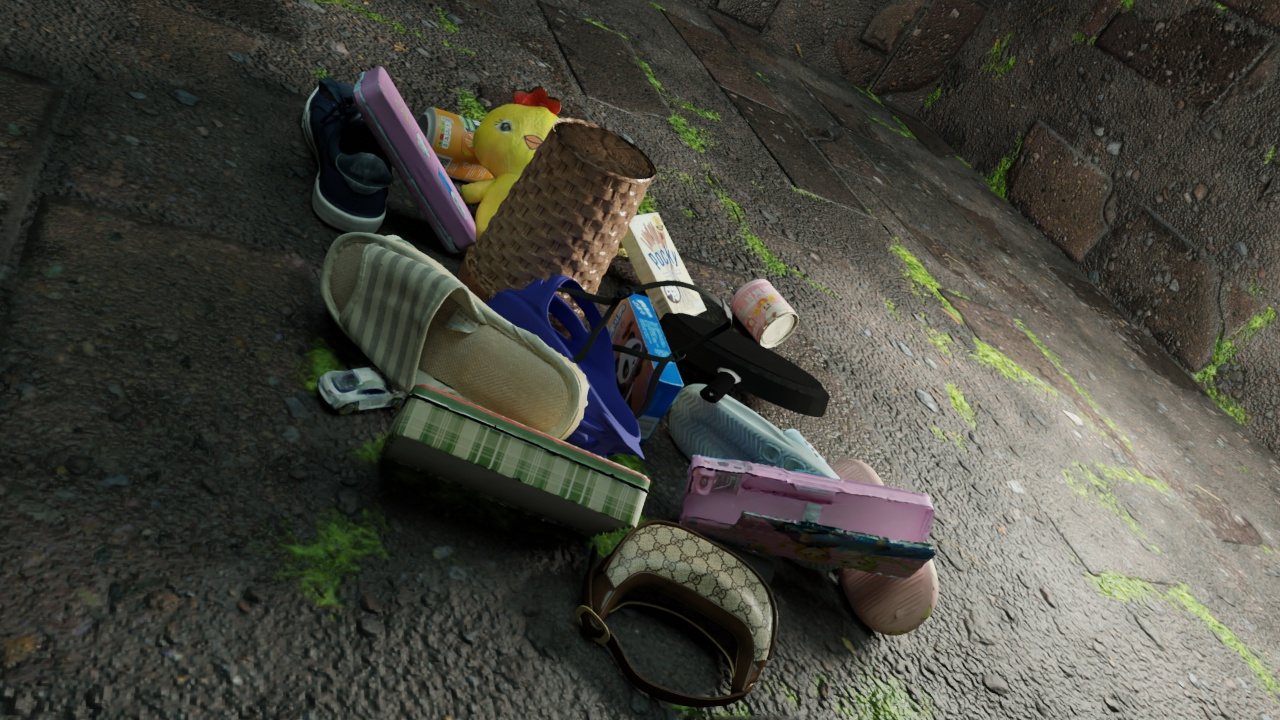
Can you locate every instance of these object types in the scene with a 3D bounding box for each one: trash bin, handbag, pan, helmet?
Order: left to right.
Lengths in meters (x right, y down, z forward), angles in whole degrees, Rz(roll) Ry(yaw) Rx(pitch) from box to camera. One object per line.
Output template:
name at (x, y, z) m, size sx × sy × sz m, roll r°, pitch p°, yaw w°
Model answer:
trash bin at (-0.092, -0.146, 1.000) m, size 0.151 × 0.211 × 0.151 m, roll 23°, pitch 31°, yaw -15°
helmet at (-0.037, -0.018, 0.858) m, size 0.241 × 0.228 × 0.148 m, roll 58°, pitch 7°, yaw 36°
handbag at (0.028, 0.208, 0.750) m, size 0.166 × 0.063 × 0.138 m, roll 29°, pitch 39°, yaw -5°
pan at (0.108, 0.008, 1.033) m, size 0.225 × 0.034 × 0.355 m, roll 28°, pitch 11°, yaw 9°

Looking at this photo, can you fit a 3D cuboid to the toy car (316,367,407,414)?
toy car at (-0.235, 0.023, 0.799) m, size 0.089 × 0.027 × 0.038 m, roll -6°, pitch 45°, yaw -48°

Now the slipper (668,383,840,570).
slipper at (0.134, 0.109, 0.952) m, size 0.245 × 0.104 × 0.074 m, roll 40°, pitch 33°, yaw 22°

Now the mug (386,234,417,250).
mug at (-0.220, -0.060, 0.852) m, size 0.104 × 0.112 × 0.083 m, roll 48°, pitch 49°, yaw 8°

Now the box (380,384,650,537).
box at (-0.102, 0.085, 0.744) m, size 0.205 × 0.118 × 0.050 m, roll 23°, pitch 67°, yaw -14°

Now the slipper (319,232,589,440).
slipper at (-0.167, -0.018, 0.779) m, size 0.273 × 0.115 × 0.054 m, roll 33°, pitch 21°, yaw 12°

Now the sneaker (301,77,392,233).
sneaker at (-0.329, -0.274, 1.055) m, size 0.120 × 0.127 × 0.294 m, roll 15°, pitch 32°, yaw -31°

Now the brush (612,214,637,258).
brush at (-0.049, -0.175, 1.242) m, size 0.075 × 0.055 × 0.135 m, roll 40°, pitch 29°, yaw 31°

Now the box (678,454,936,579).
box at (0.152, 0.155, 0.845) m, size 0.230 × 0.085 × 0.076 m, roll 10°, pitch 22°, yaw 0°

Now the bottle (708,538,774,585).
bottle at (0.068, 0.182, 0.848) m, size 0.113 × 0.030 × 0.030 m, roll 22°, pitch 31°, yaw -18°

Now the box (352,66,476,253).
box at (-0.247, -0.217, 1.013) m, size 0.076 × 0.036 × 0.214 m, roll -109°, pitch 173°, yaw -54°

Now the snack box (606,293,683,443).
snack box at (-0.006, 0.006, 0.982) m, size 0.034 × 0.087 × 0.151 m, roll 14°, pitch 35°, yaw -28°

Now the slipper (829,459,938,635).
slipper at (0.250, 0.192, 0.954) m, size 0.081 × 0.093 × 0.197 m, roll 33°, pitch 29°, yaw -44°

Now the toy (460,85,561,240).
toy at (-0.147, -0.232, 1.130) m, size 0.133 × 0.092 × 0.207 m, roll 16°, pitch 69°, yaw -11°

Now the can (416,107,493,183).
can at (-0.221, -0.272, 1.196) m, size 0.142 × 0.079 × 0.079 m, roll 10°, pitch 37°, yaw -34°

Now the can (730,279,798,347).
can at (0.172, -0.066, 1.279) m, size 0.067 × 0.067 × 0.076 m, roll 0°, pitch 44°, yaw -44°

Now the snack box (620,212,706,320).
snack box at (0.026, -0.121, 1.202) m, size 0.081 × 0.026 × 0.150 m, roll -24°, pitch 87°, yaw -54°
